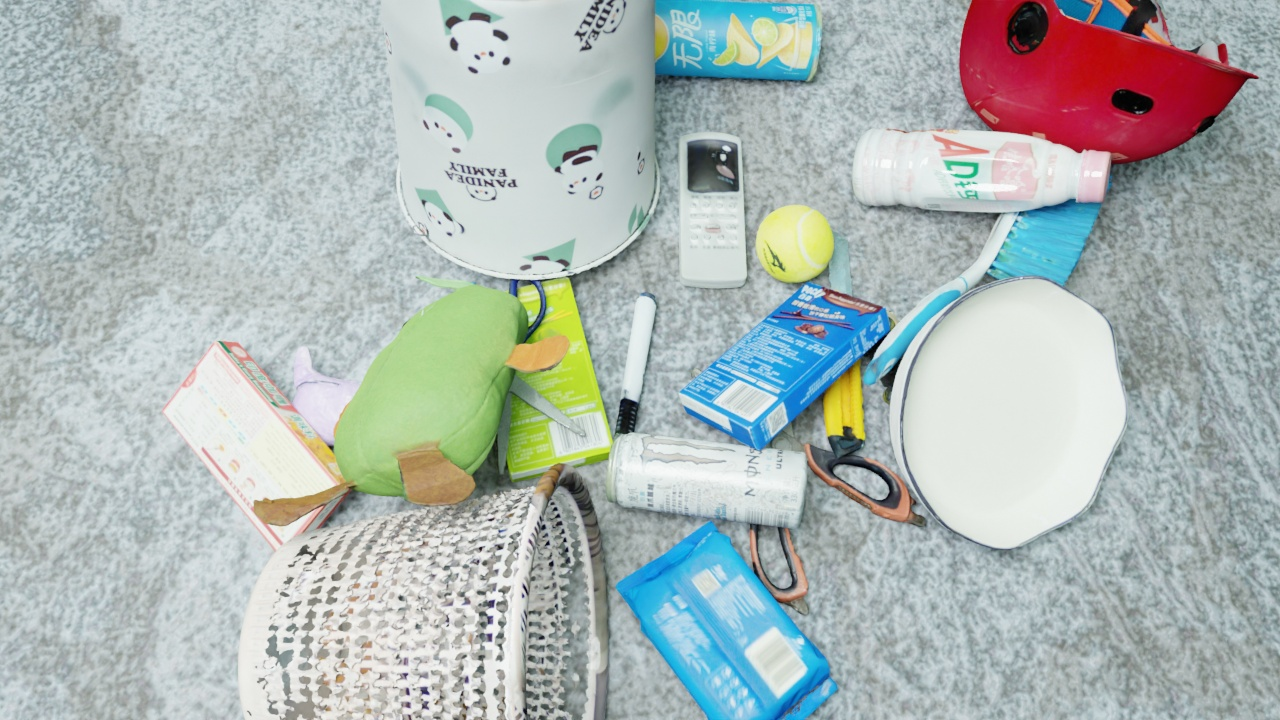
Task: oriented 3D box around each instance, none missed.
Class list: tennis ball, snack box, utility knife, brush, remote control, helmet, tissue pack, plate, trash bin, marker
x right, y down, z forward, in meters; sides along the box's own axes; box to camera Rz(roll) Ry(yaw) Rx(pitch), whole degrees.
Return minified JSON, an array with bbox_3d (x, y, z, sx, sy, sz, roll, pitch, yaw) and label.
[{"bbox_3d":[0.130,-0.098,0.776,0.065,0.065,0.065,1,69,-3],"label":"tennis ball"},{"bbox_3d":[-0.291,0.065,0.698,0.156,0.027,0.077,45,103,13],"label":"snack box"},{"bbox_3d":[0.168,-0.021,0.769,0.033,0.015,0.218,7,63,-7],"label":"utility knife"},{"bbox_3d":[0.294,-0.070,0.761,0.109,0.061,0.313,28,59,14],"label":"brush"},{"bbox_3d":[0.114,0.000,0.724,0.156,0.026,0.084,-39,37,-20],"label":"snack box"},{"bbox_3d":[0.063,-0.135,0.810,0.058,0.021,0.149,1,70,-3],"label":"remote control"},{"bbox_3d":[0.375,-0.238,0.779,0.206,0.144,0.239,5,38,-22],"label":"helmet"},{"bbox_3d":[0.061,0.202,0.667,0.094,0.052,0.157,-35,75,-16],"label":"tissue pack"},{"bbox_3d":[0.277,0.038,0.702,0.204,0.045,0.205,-2,95,-18],"label":"plate"},{"bbox_3d":[-0.090,-0.226,0.697,0.229,0.252,0.229,1,59,-3],"label":"trash bin"},{"bbox_3d":[-0.081,0.013,0.745,0.085,0.026,0.156,-14,71,-8],"label":"snack box"},{"bbox_3d":[-0.004,0.004,0.756,0.018,0.023,0.130,15,66,-13],"label":"marker"},{"bbox_3d":[-0.134,0.184,0.593,0.192,0.227,0.227,-3,69,9],"label":"trash bin"}]

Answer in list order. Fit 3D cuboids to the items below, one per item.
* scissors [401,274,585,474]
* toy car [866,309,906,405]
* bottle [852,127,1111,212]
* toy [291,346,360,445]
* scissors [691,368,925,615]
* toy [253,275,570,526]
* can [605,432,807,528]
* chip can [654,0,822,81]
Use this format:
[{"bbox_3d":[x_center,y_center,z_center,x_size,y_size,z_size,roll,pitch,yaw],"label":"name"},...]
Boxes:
[{"bbox_3d":[-0.113,0.003,0.726,0.176,0.012,0.162,21,70,6],"label":"scissors"},{"bbox_3d":[0.212,-0.001,0.757,0.035,0.042,0.090,-17,72,-19],"label":"toy car"},{"bbox_3d":[0.281,-0.157,0.766,0.197,0.068,0.068,10,67,28],"label":"bottle"},{"bbox_3d":[-0.228,0.040,0.719,0.108,0.039,0.084,13,89,3],"label":"toy"},{"bbox_3d":[0.120,0.089,0.733,0.226,0.015,0.188,31,71,10],"label":"scissors"},{"bbox_3d":[-0.141,0.024,0.627,0.227,0.090,0.246,-14,32,27],"label":"toy"},{"bbox_3d":[0.051,0.090,0.695,0.147,0.058,0.058,6,69,10],"label":"can"},{"bbox_3d":[0.056,-0.296,0.844,0.210,0.071,0.071,2,69,-3],"label":"chip can"}]
